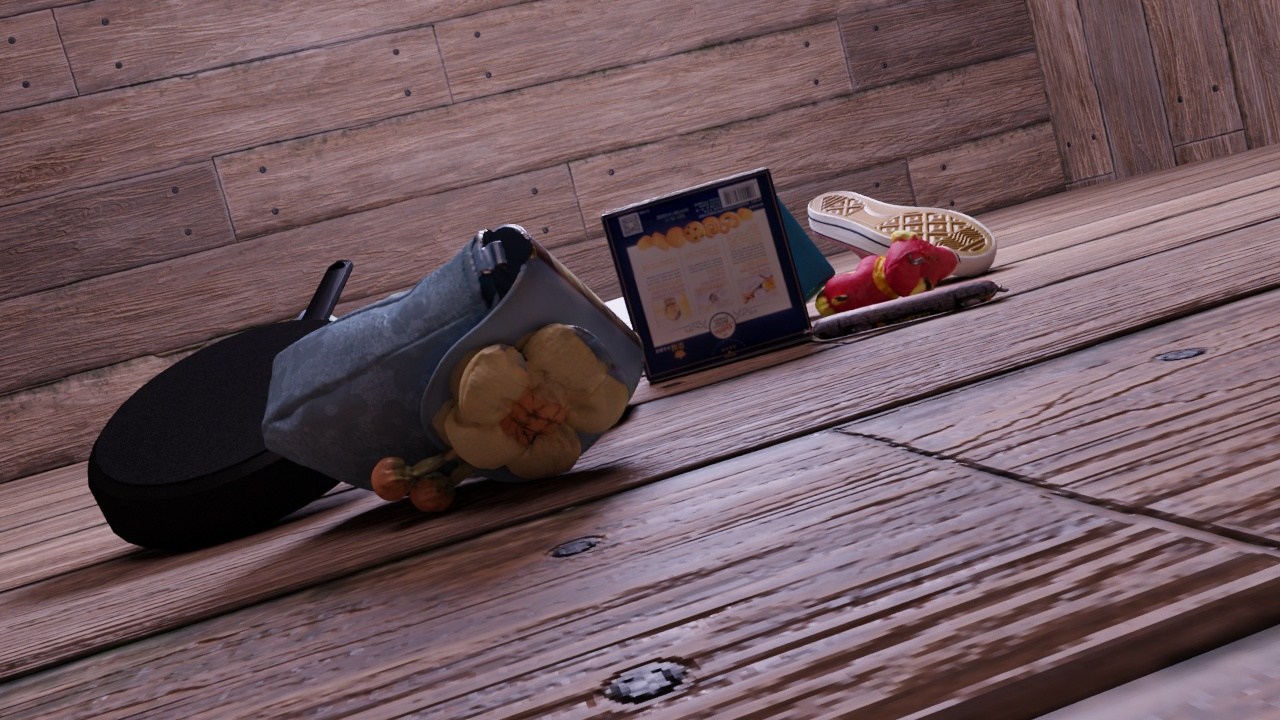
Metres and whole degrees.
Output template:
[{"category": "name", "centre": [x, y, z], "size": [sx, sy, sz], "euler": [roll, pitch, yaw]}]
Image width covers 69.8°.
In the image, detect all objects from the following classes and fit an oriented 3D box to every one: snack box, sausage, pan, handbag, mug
[{"category": "snack box", "centre": [0.055, -0.070, 0.760], "size": [0.144, 0.145, 0.042], "euler": [-15, 3, 0]}, {"category": "sausage", "centre": [0.201, -0.038, 0.703], "size": [0.155, 0.020, 0.020], "euler": [-14, 5, 16]}, {"category": "pan", "centre": [-0.266, -0.003, 0.675], "size": [0.204, 0.044, 0.355], "euler": [-12, 33, 5]}, {"category": "handbag", "centre": [-0.098, 0.019, 0.468], "size": [0.192, 0.118, 0.122], "euler": [-23, -38, 20]}, {"category": "mug", "centre": [0.122, -0.107, 0.864], "size": [0.078, 0.121, 0.078], "euler": [-39, -8, -6]}]

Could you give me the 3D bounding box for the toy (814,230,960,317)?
[{"category": "toy", "centre": [0.208, -0.070, 0.818], "size": [0.105, 0.067, 0.138], "euler": [-26, 2, -32]}]

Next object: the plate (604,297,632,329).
[{"category": "plate", "centre": [0.000, -0.057, 1.053], "size": [0.242, 0.016, 0.242], "euler": [-13, 13, 3]}]

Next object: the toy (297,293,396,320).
[{"category": "toy", "centre": [-0.243, 0.028, 0.823], "size": [0.222, 0.171, 0.120], "euler": [-43, 37, 12]}]

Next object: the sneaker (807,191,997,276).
[{"category": "sneaker", "centre": [0.282, -0.121, 1.017], "size": [0.118, 0.088, 0.241], "euler": [-29, 34, -24]}]

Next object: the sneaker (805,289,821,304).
[{"category": "sneaker", "centre": [0.093, -0.056, 0.919], "size": [0.234, 0.087, 0.079], "euler": [-24, -14, -48]}]
